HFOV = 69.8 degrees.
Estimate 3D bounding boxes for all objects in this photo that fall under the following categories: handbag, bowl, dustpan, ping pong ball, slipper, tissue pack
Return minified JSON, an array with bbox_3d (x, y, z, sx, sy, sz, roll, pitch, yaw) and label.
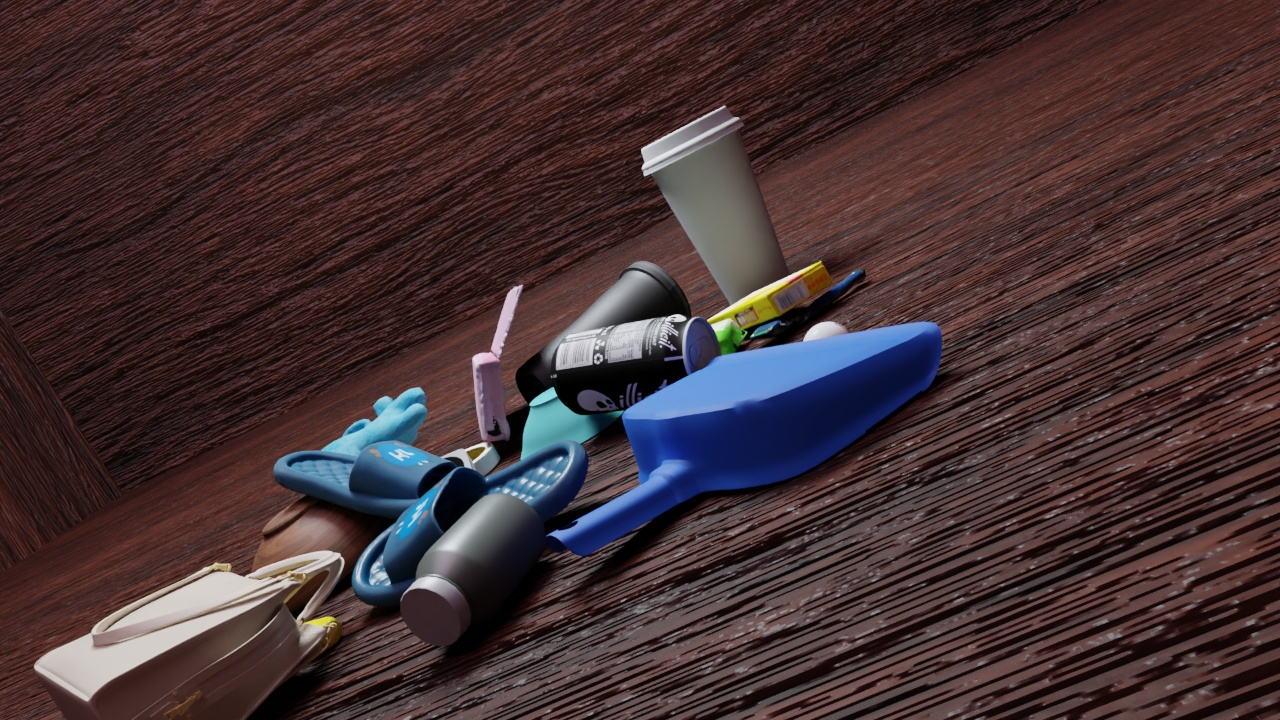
[{"bbox_3d":[-0.306,0.199,0.668,0.195,0.101,0.197,-11,19,47],"label":"handbag"},{"bbox_3d":[-0.312,0.168,0.866,0.147,0.069,0.147,-31,13,8],"label":"bowl"},{"bbox_3d":[0.039,0.054,0.633,0.256,0.059,0.246,-23,7,-34],"label":"dustpan"},{"bbox_3d":[0.146,-0.010,0.713,0.040,0.040,0.040,-26,11,6],"label":"ping pong ball"},{"bbox_3d":[-0.241,0.103,0.857,0.214,0.059,0.103,7,10,18],"label":"slipper"},{"bbox_3d":[0.045,-0.001,0.925,0.114,0.034,0.099,-21,16,28],"label":"tissue pack"},{"bbox_3d":[-0.136,0.115,0.708,0.214,0.059,0.103,-29,24,12],"label":"slipper"},{"bbox_3d":[-0.079,0.053,0.937,0.121,0.046,0.121,-26,11,6],"label":"bowl"}]

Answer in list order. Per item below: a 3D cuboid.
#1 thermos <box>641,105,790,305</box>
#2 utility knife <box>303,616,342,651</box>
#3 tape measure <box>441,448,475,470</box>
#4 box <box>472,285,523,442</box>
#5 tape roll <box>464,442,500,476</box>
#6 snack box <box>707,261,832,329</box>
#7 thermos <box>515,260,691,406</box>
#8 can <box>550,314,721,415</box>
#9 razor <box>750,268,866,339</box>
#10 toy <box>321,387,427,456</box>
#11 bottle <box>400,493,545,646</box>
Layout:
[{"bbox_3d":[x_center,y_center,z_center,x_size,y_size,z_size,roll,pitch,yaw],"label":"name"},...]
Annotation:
[{"bbox_3d":[0.100,-0.179,1.106,0.131,0.222,0.131,-26,11,6],"label":"thermos"},{"bbox_3d":[-0.305,0.231,0.734,0.187,0.020,0.028,-19,14,32],"label":"utility knife"},{"bbox_3d":[-0.193,0.122,0.911,0.064,0.017,0.065,-27,37,-1],"label":"tape measure"},{"bbox_3d":[-0.173,-0.002,1.079,0.050,0.180,0.233,7,0,-11],"label":"box"},{"bbox_3d":[-0.195,0.119,0.978,0.094,0.019,0.094,-27,11,6],"label":"tape roll"},{"bbox_3d":[0.129,-0.059,0.956,0.075,0.025,0.152,-31,3,-21],"label":"snack box"},{"bbox_3d":[-0.043,-0.022,1.071,0.218,0.106,0.106,-40,16,-29],"label":"thermos"},{"bbox_3d":[-0.005,0.005,0.850,0.146,0.080,0.080,-9,20,31],"label":"can"},{"bbox_3d":[0.173,-0.054,0.907,0.140,0.018,0.044,-30,3,-21],"label":"razor"},{"bbox_3d":[-0.288,0.110,1.019,0.181,0.115,0.183,-43,32,11],"label":"toy"},{"bbox_3d":[-0.109,0.136,0.602,0.060,0.060,0.108,-21,13,28],"label":"bottle"}]
